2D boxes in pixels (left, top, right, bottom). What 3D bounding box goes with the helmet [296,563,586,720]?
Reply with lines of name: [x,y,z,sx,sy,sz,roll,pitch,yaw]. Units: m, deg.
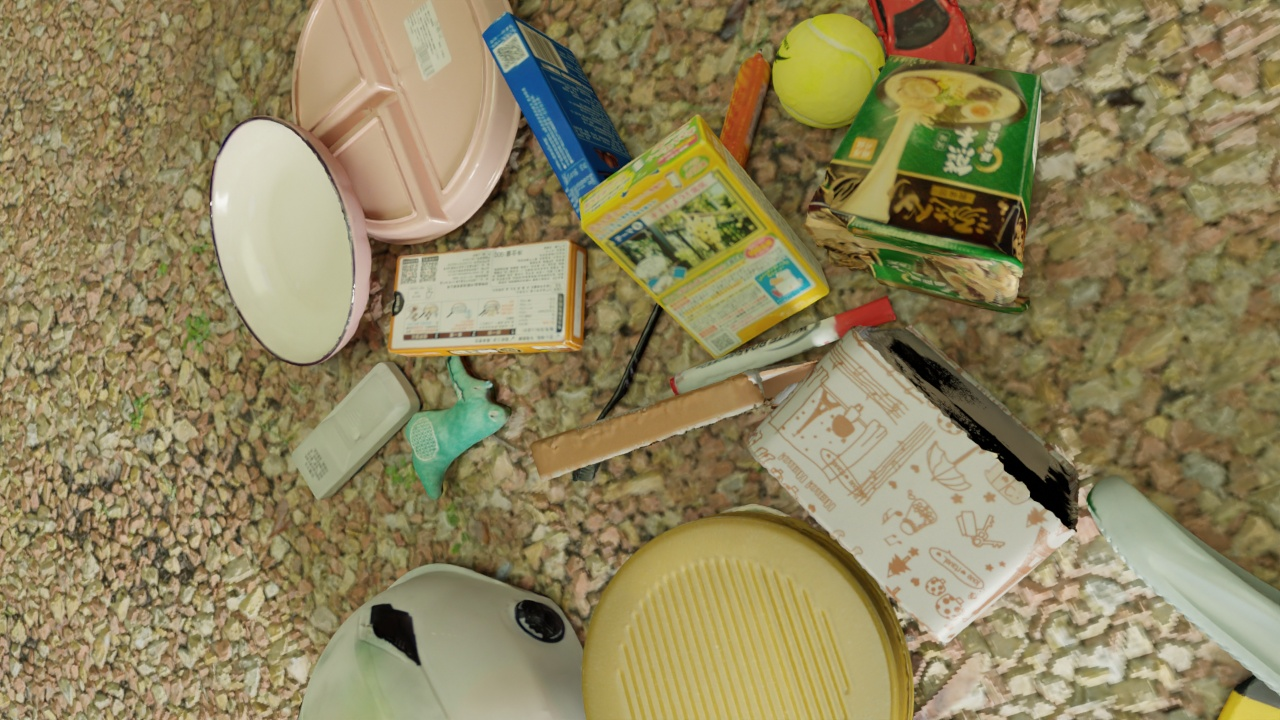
helmet: [-0.144,0.272,0.626,0.229,0.145,0.258,-46,73,18]

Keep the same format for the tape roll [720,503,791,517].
tape roll: [0.072,0.136,0.587,0.086,0.014,0.085,-3,81,19]

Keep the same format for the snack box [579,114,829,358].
snack box: [0.040,-0.067,0.546,0.087,0.140,0.033,-32,41,22]

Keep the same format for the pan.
pan: [0.084,0.265,0.535,0.198,0.078,0.357,-21,70,18]

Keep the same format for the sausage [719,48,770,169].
sausage: [0.055,-0.119,0.594,0.021,0.021,0.165,19,99,23]

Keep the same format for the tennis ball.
tennis ball: [0.111,-0.171,0.542,0.066,0.065,0.065,0,91,25]

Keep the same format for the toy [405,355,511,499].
toy: [-0.138,0.043,0.685,0.092,0.030,0.096,-30,71,18]

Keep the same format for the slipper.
slipper: [0.331,0.130,0.431,0.245,0.104,0.074,41,105,25]

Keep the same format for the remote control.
remote control: [-0.227,0.055,0.728,0.125,0.024,0.049,-43,74,20]

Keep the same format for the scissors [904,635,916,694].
scissors: [0.082,0.183,0.593,0.164,0.014,0.164,-45,75,18]

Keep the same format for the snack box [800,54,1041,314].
snack box: [0.166,-0.098,0.500,0.118,0.118,0.105,18,88,24]

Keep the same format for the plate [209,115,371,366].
plate: [-0.268,-0.092,0.716,0.193,0.038,0.192,12,111,36]

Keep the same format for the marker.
marker: [0.087,-0.007,0.573,0.145,0.017,0.017,-21,82,15]

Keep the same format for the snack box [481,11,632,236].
snack box: [-0.040,-0.147,0.603,0.026,0.084,0.157,-32,78,22]

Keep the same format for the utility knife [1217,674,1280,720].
utility knife: [0.300,0.269,0.490,0.033,0.015,0.223,19,97,23]

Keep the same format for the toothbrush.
toothbrush: [-0.004,0.004,0.628,0.017,0.014,0.189,29,102,14]

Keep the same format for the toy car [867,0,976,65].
toy car: [0.160,-0.210,0.539,0.049,0.031,0.106,-21,84,25]

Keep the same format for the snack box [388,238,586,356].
snack box: [-0.112,-0.043,0.664,0.154,0.026,0.075,-2,80,24]

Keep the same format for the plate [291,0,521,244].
plate: [-0.184,-0.202,0.684,0.230,0.028,0.229,3,95,31]

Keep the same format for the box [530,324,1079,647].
box: [0.094,0.040,0.493,0.270,0.179,0.136,13,98,24]
